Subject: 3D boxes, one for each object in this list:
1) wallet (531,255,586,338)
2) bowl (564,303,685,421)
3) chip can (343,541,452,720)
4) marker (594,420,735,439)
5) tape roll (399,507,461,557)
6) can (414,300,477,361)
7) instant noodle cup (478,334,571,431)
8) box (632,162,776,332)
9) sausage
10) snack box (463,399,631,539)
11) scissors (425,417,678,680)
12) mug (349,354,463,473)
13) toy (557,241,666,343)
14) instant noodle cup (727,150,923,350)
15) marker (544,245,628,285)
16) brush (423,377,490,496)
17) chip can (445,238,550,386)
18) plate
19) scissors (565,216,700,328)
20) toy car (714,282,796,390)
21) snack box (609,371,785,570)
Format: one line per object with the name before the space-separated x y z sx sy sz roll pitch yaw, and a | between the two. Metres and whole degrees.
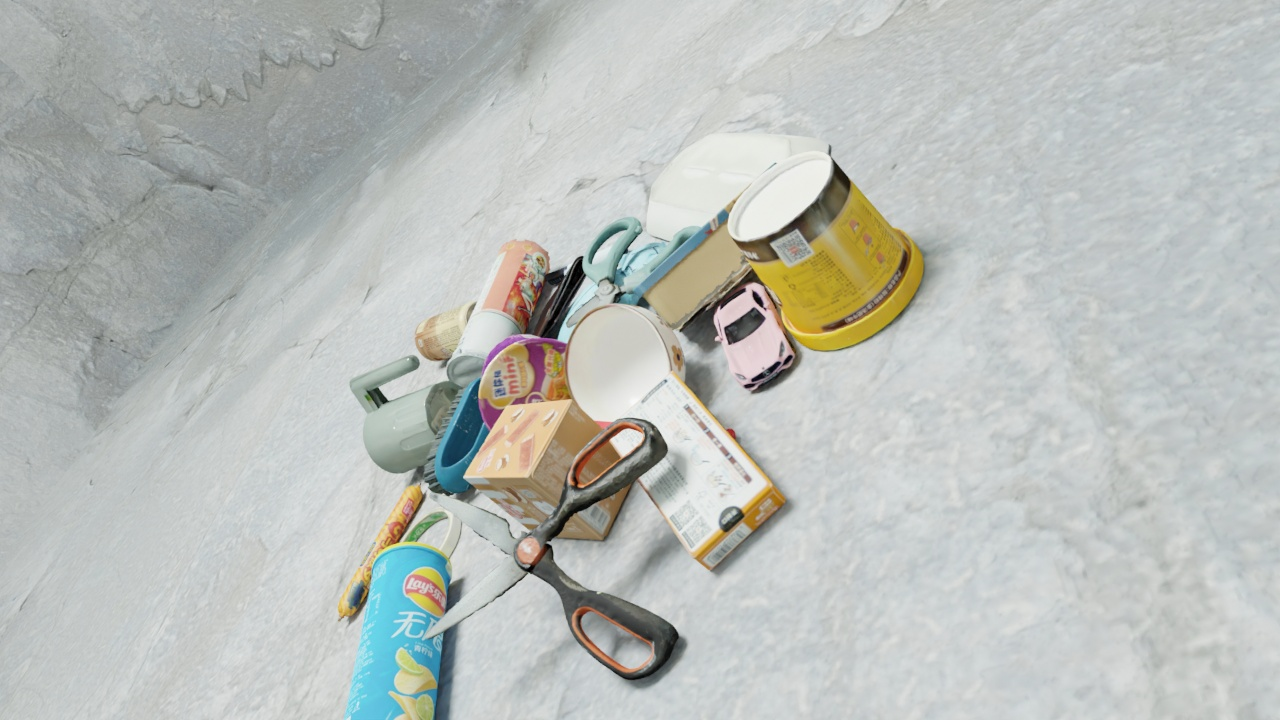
wallet | -0.097 -0.051 1.014 0.123 0.020 0.096 -48 14 56
bowl | -0.005 0.005 0.800 0.114 0.113 0.062 -21 -4 37
chip can | -0.197 0.247 0.747 0.071 0.071 0.210 -35 31 17
marker | 0.011 0.059 0.747 0.145 0.017 0.017 0 50 36
tape roll | -0.213 0.184 0.906 0.086 0.014 0.085 -32 31 22
can | -0.235 -0.037 1.173 0.117 0.058 0.058 -15 41 43
instant noodle cup | -0.107 0.024 0.891 0.111 0.111 0.099 -47 19 -4
box | 0.070 -0.096 0.829 0.184 0.062 0.089 -40 3 4
sausage | -0.270 0.196 0.956 0.022 0.021 0.164 -12 43 45
snack box | -0.073 0.091 0.764 0.095 0.093 0.076 -9 45 47
scissors | -0.060 0.132 0.653 0.234 0.021 0.220 32 83 28
mug | -0.252 0.057 1.011 0.104 0.124 0.083 -20 20 33
toy | -0.032 -0.063 0.957 0.156 0.050 0.161 -36 25 12
instant noodle cup | 0.137 -0.088 0.705 0.119 0.114 0.118 -32 32 23
marker | -0.066 -0.114 1.097 0.131 0.018 0.022 -17 -4 42
brush | -0.172 0.074 0.952 0.074 0.055 0.143 -22 36 37
chip can | -0.165 -0.055 1.093 0.071 0.071 0.214 -25 35 32
plate | 0.089 -0.191 0.980 0.162 0.034 0.266 -48 29 -6
scissors | -0.024 -0.094 0.929 0.176 0.019 0.172 -38 43 -11
toy car | 0.091 -0.025 0.764 0.056 0.037 0.122 -37 31 17
snack box | 0.036 0.076 0.681 0.075 0.026 0.153 -42 42 2
